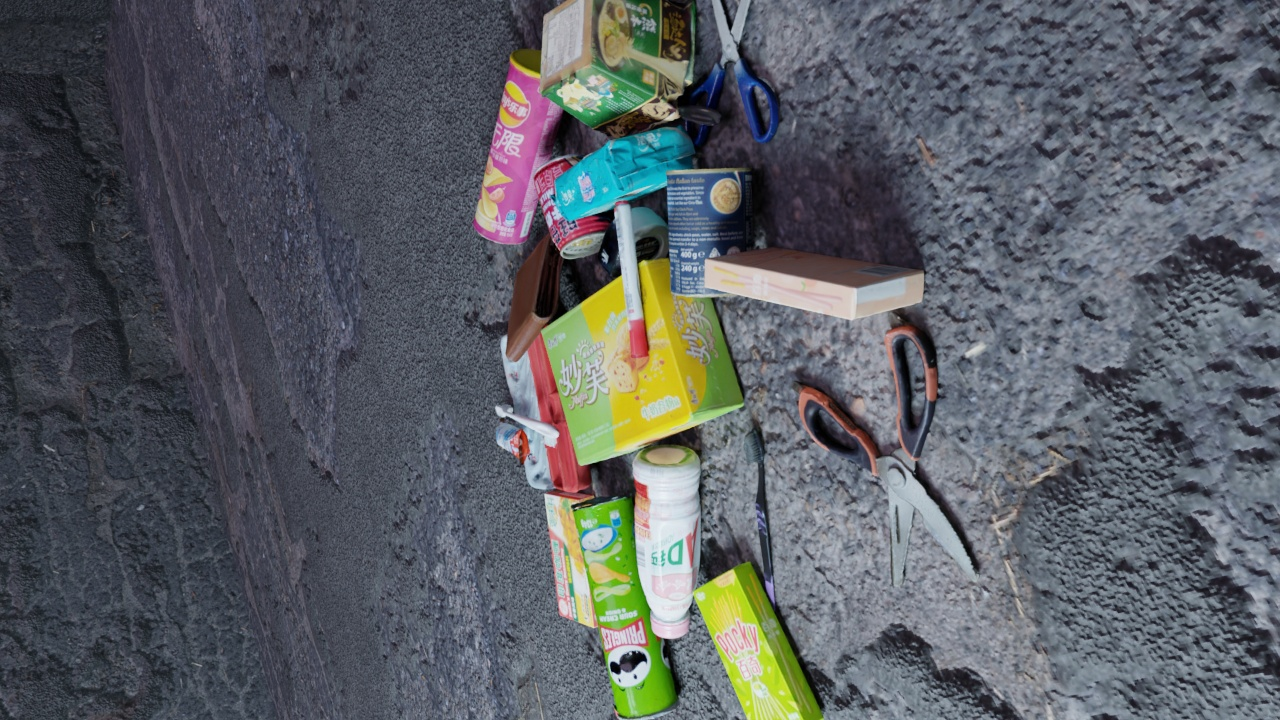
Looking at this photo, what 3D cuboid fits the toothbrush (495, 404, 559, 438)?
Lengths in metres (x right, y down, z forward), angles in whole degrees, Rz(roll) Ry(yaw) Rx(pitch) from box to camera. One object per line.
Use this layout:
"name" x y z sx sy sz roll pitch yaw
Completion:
"toothbrush" -0.134 0.071 1.095 0.180 0.016 0.016 12 115 60

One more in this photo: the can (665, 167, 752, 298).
"can" 0.062 -0.113 0.811 0.075 0.075 0.111 11 107 50

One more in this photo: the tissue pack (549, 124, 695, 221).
"tissue pack" -0.019 -0.178 0.878 0.134 0.093 0.050 -14 98 57

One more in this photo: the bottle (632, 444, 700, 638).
"bottle" 0.029 0.187 0.933 0.068 0.068 0.197 17 115 49

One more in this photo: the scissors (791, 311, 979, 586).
"scissors" 0.201 0.072 0.728 0.225 0.015 0.189 49 133 32

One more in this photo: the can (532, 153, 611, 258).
"can" -0.070 -0.162 0.973 0.067 0.066 0.093 -31 73 50

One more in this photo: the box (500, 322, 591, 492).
"box" -0.116 0.058 1.112 0.158 0.039 0.201 -9 91 65

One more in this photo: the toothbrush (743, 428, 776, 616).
"toothbrush" 0.113 0.156 0.858 0.014 0.016 0.189 4 103 55

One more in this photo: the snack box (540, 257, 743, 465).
"snack box" -0.006 0.005 0.927 0.211 0.069 0.157 -28 76 50

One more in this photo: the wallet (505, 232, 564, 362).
"wallet" -0.122 -0.072 1.049 0.101 0.032 0.124 -41 37 50

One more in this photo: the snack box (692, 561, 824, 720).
"snack box" 0.109 0.279 0.878 0.086 0.026 0.156 -46 63 51

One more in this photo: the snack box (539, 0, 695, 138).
"snack box" -0.027 -0.280 0.838 0.118 0.105 0.117 -9 76 48

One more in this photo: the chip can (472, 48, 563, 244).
"chip can" -0.135 -0.236 1.035 0.071 0.071 0.211 49 133 33

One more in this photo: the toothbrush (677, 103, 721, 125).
"toothbrush" 0.019 -0.241 0.872 0.181 0.018 0.016 30 114 49

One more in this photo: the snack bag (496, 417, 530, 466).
"snack bag" -0.161 0.098 1.146 0.104 0.026 0.048 20 110 62

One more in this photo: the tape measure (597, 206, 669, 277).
"tape measure" -0.003 -0.116 0.900 0.033 0.065 0.066 54 137 32

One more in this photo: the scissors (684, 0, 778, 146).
"scissors" 0.078 -0.259 0.807 0.162 0.012 0.175 61 139 25

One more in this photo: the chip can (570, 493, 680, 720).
"chip can" -0.018 0.266 1.004 0.072 0.072 0.236 -19 83 52

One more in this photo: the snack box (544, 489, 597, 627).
"snack box" -0.076 0.237 1.106 0.077 0.027 0.156 -1 97 53

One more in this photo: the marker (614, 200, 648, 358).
"marker" -0.009 -0.074 0.844 0.017 0.017 0.145 -5 92 52

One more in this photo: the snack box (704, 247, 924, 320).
"snack box" 0.133 -0.064 0.725 0.157 0.084 0.026 18 115 49
